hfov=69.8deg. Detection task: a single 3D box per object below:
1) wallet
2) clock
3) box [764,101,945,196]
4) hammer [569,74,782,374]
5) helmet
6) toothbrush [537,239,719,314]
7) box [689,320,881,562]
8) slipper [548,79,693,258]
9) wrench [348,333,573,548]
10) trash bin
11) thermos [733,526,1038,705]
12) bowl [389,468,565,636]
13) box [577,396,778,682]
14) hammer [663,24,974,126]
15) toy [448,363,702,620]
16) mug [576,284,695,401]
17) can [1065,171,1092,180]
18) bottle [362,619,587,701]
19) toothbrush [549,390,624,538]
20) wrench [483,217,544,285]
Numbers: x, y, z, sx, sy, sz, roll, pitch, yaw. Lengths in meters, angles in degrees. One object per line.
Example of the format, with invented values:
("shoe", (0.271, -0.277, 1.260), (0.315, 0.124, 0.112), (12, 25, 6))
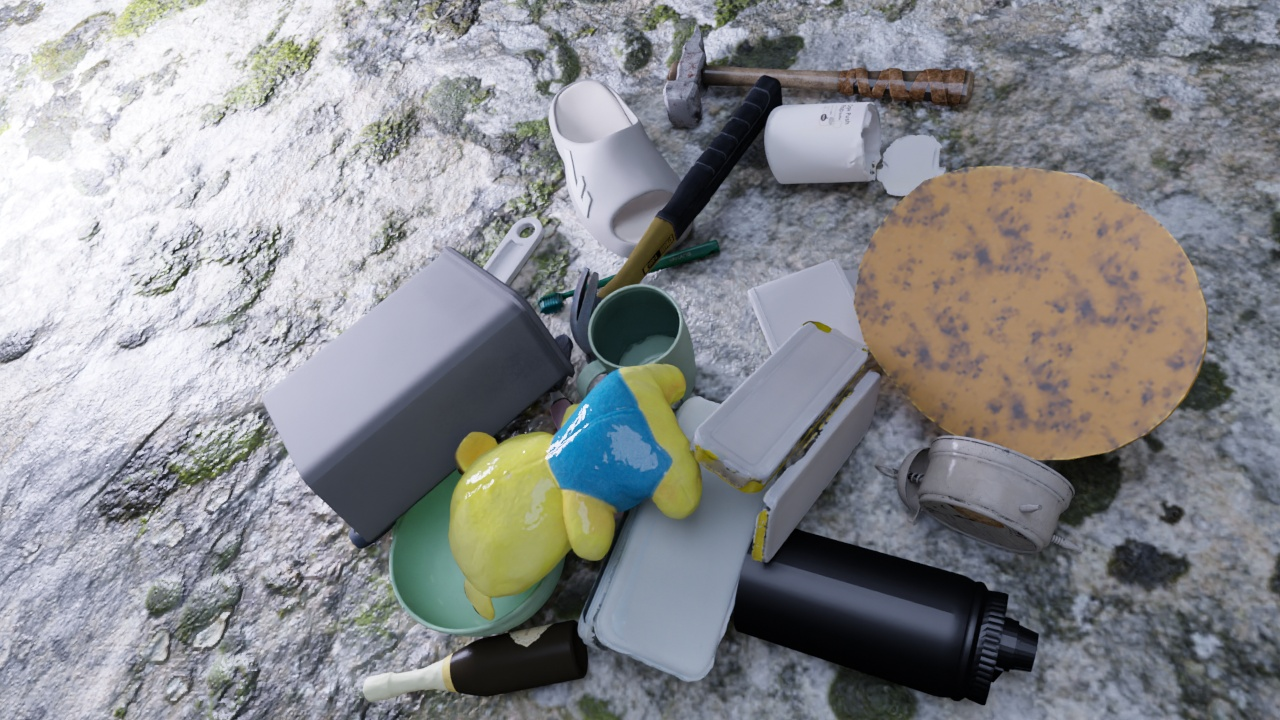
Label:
("wallet", (0.169, -0.036, 0.819), (0.115, 0.037, 0.118), (-20, 54, 5))
("clock", (0.242, 0.102, 0.691), (0.157, 0.103, 0.061), (10, 69, 50))
("box", (0.207, -0.207, 0.882), (0.166, 0.092, 0.083), (4, 59, 29))
("hammer", (0.039, -0.143, 0.863), (0.025, 0.118, 0.332), (28, 71, 25))
("helmet", (0.309, -0.030, 0.715), (0.255, 0.131, 0.205), (38, 107, 38))
("toothbrush", (-0.012, -0.082, 0.910), (0.190, 0.016, 0.017), (-18, 55, 6))
("box", (0.122, 0.051, 0.692), (0.057, 0.117, 0.209), (-22, 12, 43))
("slipper", (-0.035, -0.223, 0.961), (0.113, 0.081, 0.265), (-23, 57, -1))
("wrench", (-0.164, 0.073, 0.853), (0.273, 0.022, 0.073), (-44, 50, -5))
("trash bin", (-0.199, 0.020, 0.805), (0.219, 0.097, 0.192), (-41, 36, -11))
("thermos", (0.176, 0.183, 0.660), (0.199, 0.086, 0.086), (12, 65, 23))
("bowl", (-0.125, 0.163, 0.764), (0.151, 0.077, 0.150), (-9, 54, 12))
("box", (0.022, 0.141, 0.736), (0.106, 0.127, 0.214), (27, 66, -6))
("hammer", (0.181, -0.295, 0.961), (0.319, 0.049, 0.121), (9, 61, 19))
("toy", (-0.060, 0.088, 0.682), (0.214, 0.084, 0.148), (-28, 42, 14))
("mug", (-0.005, 0.005, 0.806), (0.111, 0.104, 0.084), (-37, 58, -7))
("can", (0.374, -0.109, 0.787), (0.055, 0.055, 0.101), (-5, 60, 14))
("bottle", (-0.136, 0.249, 0.739), (0.185, 0.045, 0.045), (-14, 58, 9))
("toothbrush", (-0.061, 0.064, 0.834), (0.027, 0.027, 0.222), (-38, 55, 14))
("wrench", (-0.170, -0.038, 0.933), (0.087, 0.018, 0.272), (23, 68, 26))
